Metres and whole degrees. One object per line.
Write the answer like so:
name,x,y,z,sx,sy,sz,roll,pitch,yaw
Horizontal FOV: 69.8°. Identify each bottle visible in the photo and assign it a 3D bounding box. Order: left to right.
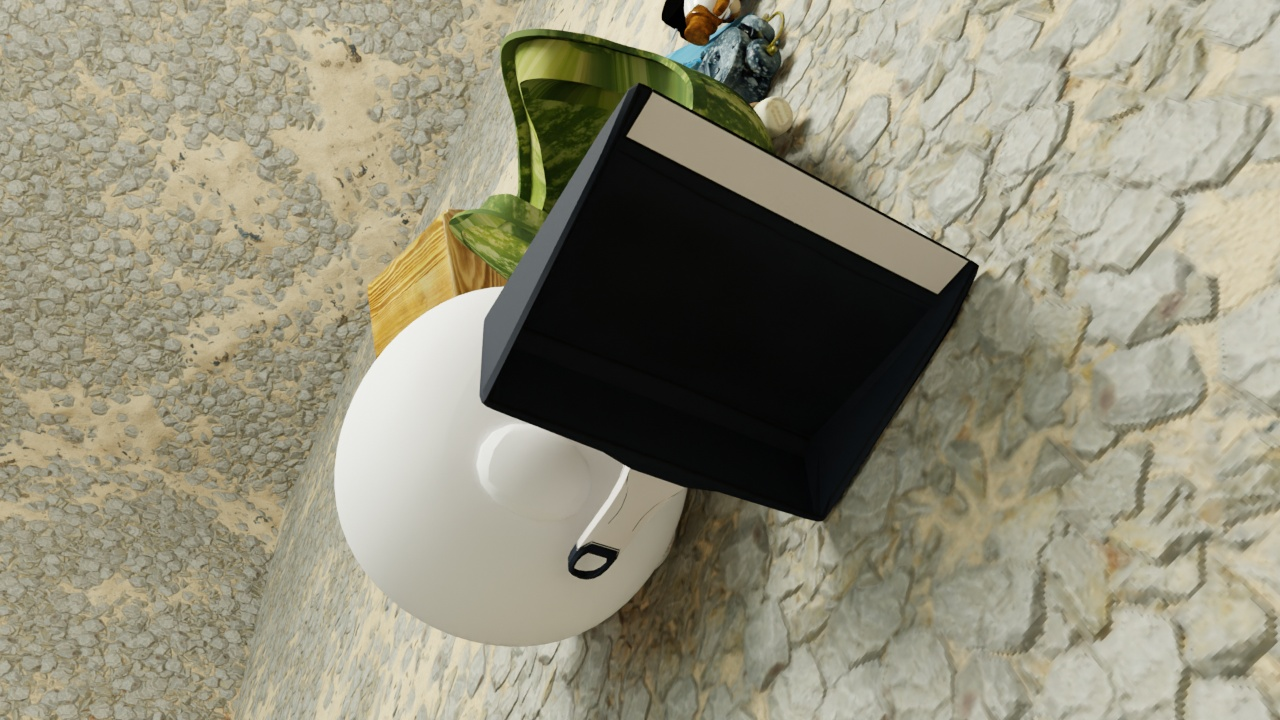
bottle,0.081,-0.205,0.852,0.167,0.059,0.059,-7,63,64

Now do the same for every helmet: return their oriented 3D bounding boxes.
helmet,-0.010,-0.138,0.760,0.243,0.247,0.213,64,-142,-70

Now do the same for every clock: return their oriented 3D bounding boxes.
clock,0.066,-0.454,1.136,0.091,0.042,0.120,-31,42,55
clock,0.097,-0.287,0.900,0.130,0.052,0.090,-50,28,38

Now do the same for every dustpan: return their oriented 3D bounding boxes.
dustpan,0.029,0.022,0.529,0.274,0.236,0.080,-52,28,34

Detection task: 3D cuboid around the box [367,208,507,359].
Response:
box,-0.190,-0.017,1.167,0.280,0.220,0.258,-22,72,52

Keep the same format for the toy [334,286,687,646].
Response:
toy,-0.094,0.088,0.708,0.262,0.265,0.281,-66,7,-28

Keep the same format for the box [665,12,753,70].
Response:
box,0.025,-0.324,1.076,0.174,0.033,0.232,-47,21,-10

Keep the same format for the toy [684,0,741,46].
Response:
toy,0.083,-0.390,0.997,0.087,0.067,0.112,-21,45,61
